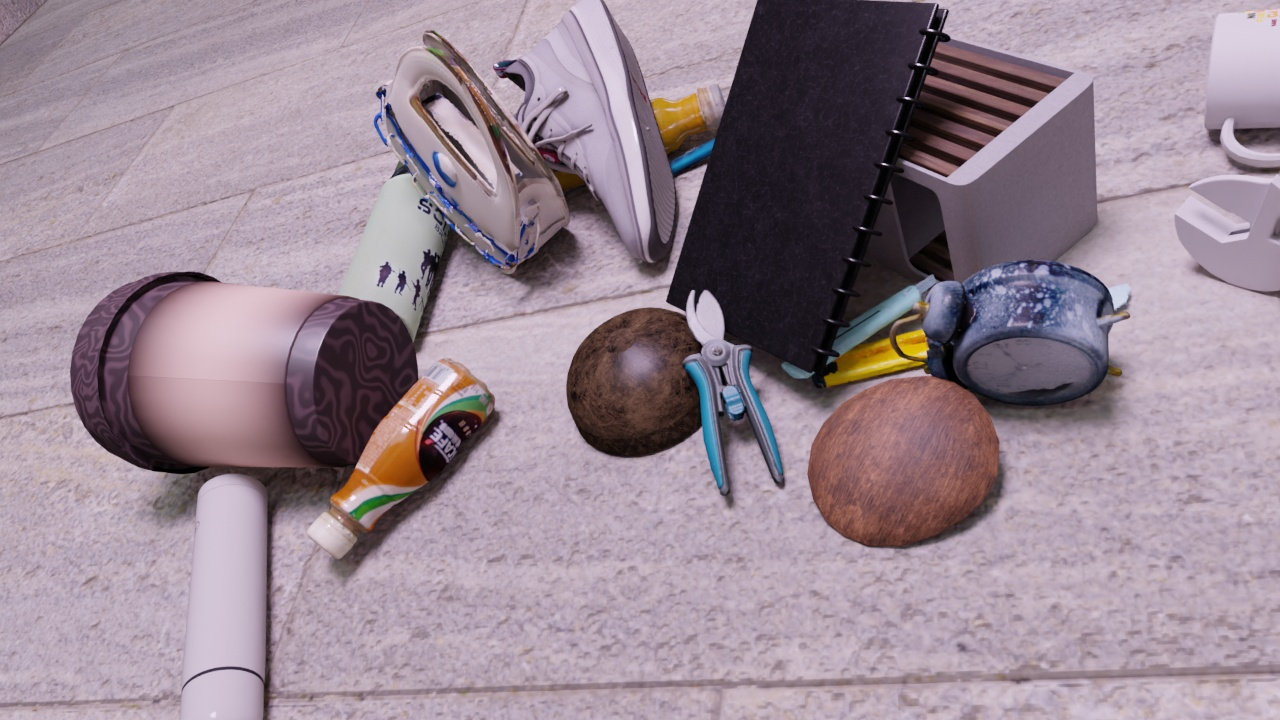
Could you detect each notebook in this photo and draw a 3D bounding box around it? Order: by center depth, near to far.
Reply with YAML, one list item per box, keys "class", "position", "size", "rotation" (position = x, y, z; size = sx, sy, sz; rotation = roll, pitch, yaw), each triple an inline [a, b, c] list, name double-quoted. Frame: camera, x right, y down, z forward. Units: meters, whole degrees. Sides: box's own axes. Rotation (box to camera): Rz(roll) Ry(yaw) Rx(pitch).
- class: "notebook"
  position: [0.103, -0.124, 0.620]
  size: [0.169, 0.019, 0.232]
  rotation: [31, 109, 50]

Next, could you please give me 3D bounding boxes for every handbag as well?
- class: "handbag"
  position: [-0.148, -0.175, 0.786]
  size: [0.092, 0.200, 0.200]
  rotation: [-41, 79, -15]

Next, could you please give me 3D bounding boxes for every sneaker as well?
- class: "sneaker"
  position: [-0.050, -0.192, 0.800]
  size: [0.129, 0.096, 0.262]
  rotation: [-23, 69, 14]

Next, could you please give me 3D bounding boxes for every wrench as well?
- class: "wrench"
  position: [0.417, -0.030, 0.472]
  size: [0.018, 0.087, 0.273]
  rotation: [-44, 55, -15]

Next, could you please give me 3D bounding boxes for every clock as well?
- class: "clock"
  position: [0.214, -0.015, 0.542]
  size: [0.130, 0.090, 0.052]
  rotation: [2, 57, 25]

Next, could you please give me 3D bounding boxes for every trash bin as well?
- class: "trash bin"
  position: [0.191, -0.151, 0.659]
  size: [0.114, 0.114, 0.229]
  rotation: [-39, 44, -9]

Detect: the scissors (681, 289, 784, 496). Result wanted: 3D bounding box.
- class: "scissors"
  position: [0.061, 0.020, 0.611]
  size: [0.148, 0.019, 0.131]
  rotation: [28, 70, 17]

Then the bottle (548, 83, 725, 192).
- class: "bottle"
  position: [-0.009, -0.211, 0.868]
  size: [0.186, 0.053, 0.053]
  rotation: [-17, 45, 14]

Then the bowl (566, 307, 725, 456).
- class: "bowl"
  position: [-0.004, 0.004, 0.664]
  size: [0.121, 0.056, 0.121]
  rotation: [-15, 45, 16]

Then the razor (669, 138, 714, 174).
- class: "razor"
  position: [0.086, -0.206, 0.828]
  size: [0.144, 0.022, 0.042]
  rotation: [-29, 35, 17]

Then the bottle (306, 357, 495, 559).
- class: "bottle"
  position: [-0.182, 0.075, 0.693]
  size: [0.059, 0.059, 0.166]
  rotation: [21, 63, 40]

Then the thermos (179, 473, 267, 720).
- class: "thermos"
  position: [-0.299, 0.179, 0.665]
  size: [0.052, 0.052, 0.224]
  rotation: [-28, 43, 3]

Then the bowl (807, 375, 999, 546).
- class: "bowl"
  position: [0.148, 0.054, 0.538]
  size: [0.114, 0.026, 0.101]
  rotation: [-29, 53, 17]

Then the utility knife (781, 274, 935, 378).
- class: "utility knife"
  position: [0.150, -0.022, 0.617]
  size: [0.119, 0.015, 0.022]
  rotation: [-32, 37, -2]

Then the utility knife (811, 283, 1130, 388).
- class: "utility knife"
  position: [0.211, -0.017, 0.602]
  size: [0.207, 0.018, 0.030]
  rotation: [-13, 55, 13]

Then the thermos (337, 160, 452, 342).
- class: "thermos"
  position: [-0.229, -0.110, 0.880]
  size: [0.082, 0.082, 0.230]
  rotation: [-12, 47, 19]

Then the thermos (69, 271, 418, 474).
- class: "thermos"
  position: [-0.314, 0.013, 0.752]
  size: [0.226, 0.173, 0.172]
  rotation: [2, 52, 22]

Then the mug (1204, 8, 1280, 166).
- class: "mug"
  position: [0.423, -0.177, 0.599]
  size: [0.090, 0.073, 0.105]
  rotation: [7, 80, 33]
